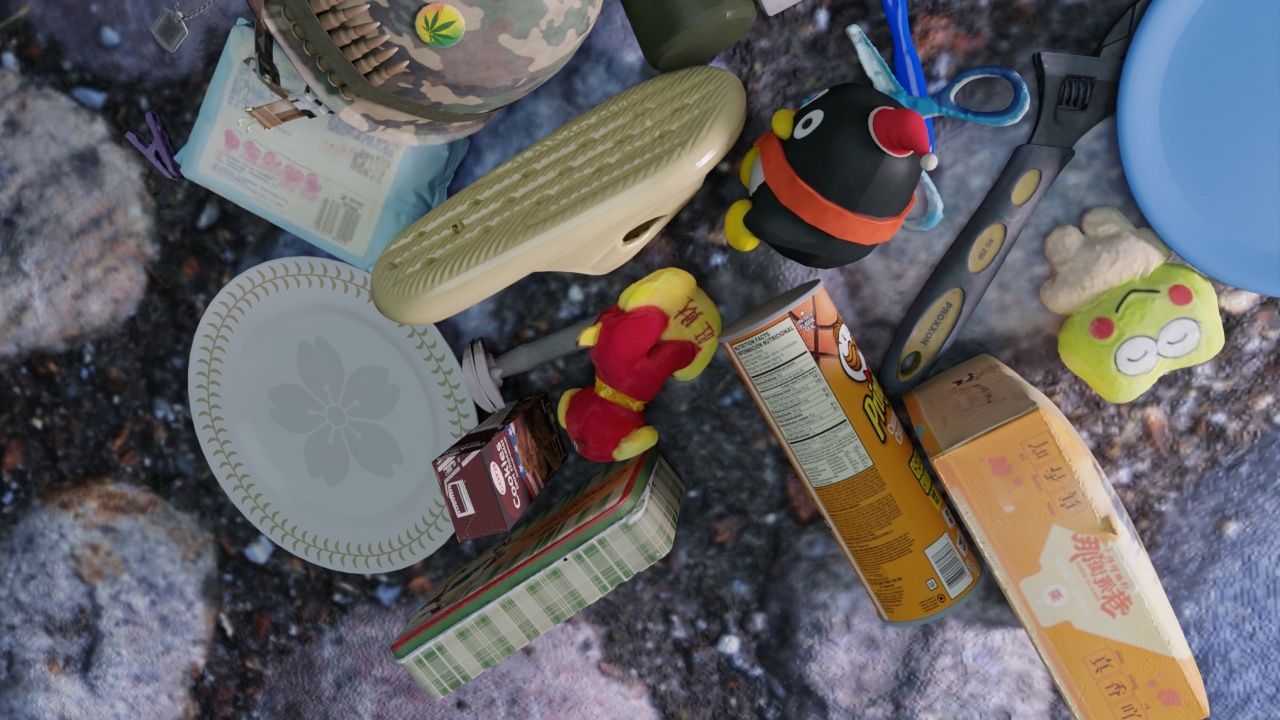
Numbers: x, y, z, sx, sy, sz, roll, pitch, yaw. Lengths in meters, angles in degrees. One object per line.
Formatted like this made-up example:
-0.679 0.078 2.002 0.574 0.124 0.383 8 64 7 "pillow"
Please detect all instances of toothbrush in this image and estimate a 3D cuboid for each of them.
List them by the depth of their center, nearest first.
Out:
0.155 -0.210 0.556 0.016 0.018 0.182 -11 100 26 "toothbrush"

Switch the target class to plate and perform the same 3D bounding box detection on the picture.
0.384 -0.148 0.521 0.224 0.024 0.224 1 100 6 "plate"
-0.224 0.043 0.669 0.243 0.016 0.243 5 108 16 "plate"

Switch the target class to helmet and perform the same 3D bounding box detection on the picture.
-0.143 -0.227 0.508 0.237 0.224 0.192 -20 54 42 "helmet"

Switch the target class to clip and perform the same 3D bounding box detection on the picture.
-0.348 -0.158 0.662 0.050 0.014 0.046 28 103 6 "clip"

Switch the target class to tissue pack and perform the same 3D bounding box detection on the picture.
-0.214 -0.140 0.613 0.182 0.070 0.112 28 105 5 "tissue pack"

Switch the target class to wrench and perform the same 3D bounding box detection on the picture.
0.229 -0.096 0.566 0.073 0.022 0.274 28 105 -3 "wrench"

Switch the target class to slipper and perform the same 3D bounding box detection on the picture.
-0.042 -0.086 0.572 0.261 0.111 0.079 -29 129 1 "slipper"

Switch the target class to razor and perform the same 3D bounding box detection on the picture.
-0.061 -0.009 0.620 0.116 0.088 0.047 -22 98 -6 "razor"

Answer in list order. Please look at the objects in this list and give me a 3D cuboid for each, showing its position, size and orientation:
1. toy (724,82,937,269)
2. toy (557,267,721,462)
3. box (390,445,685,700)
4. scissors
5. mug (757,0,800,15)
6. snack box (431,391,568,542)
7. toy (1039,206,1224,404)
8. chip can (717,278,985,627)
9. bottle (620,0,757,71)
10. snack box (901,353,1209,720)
0.117 -0.112 0.534 0.099 0.097 0.119 25 139 -7 "toy"
-0.004 0.003 0.591 0.105 0.067 0.137 26 98 -41 "toy"
-0.066 0.139 0.623 0.206 0.117 0.050 -34 99 17 "box"
0.169 -0.150 0.556 0.135 0.012 0.134 -26 96 34 "scissors"
0.083 -0.264 0.526 0.071 0.084 0.113 -23 90 16 "mug"
-0.086 0.064 0.595 0.032 0.140 0.051 -15 99 13 "snack box"
0.291 -0.037 0.556 0.092 0.046 0.115 -30 87 16 "toy"
0.135 0.059 0.588 0.075 0.075 0.215 -29 96 15 "chip can"
-0.002 -0.280 0.539 0.071 0.071 0.207 -23 91 14 "bottle"
0.242 0.101 0.542 0.081 0.145 0.195 -29 95 15 "snack box"
